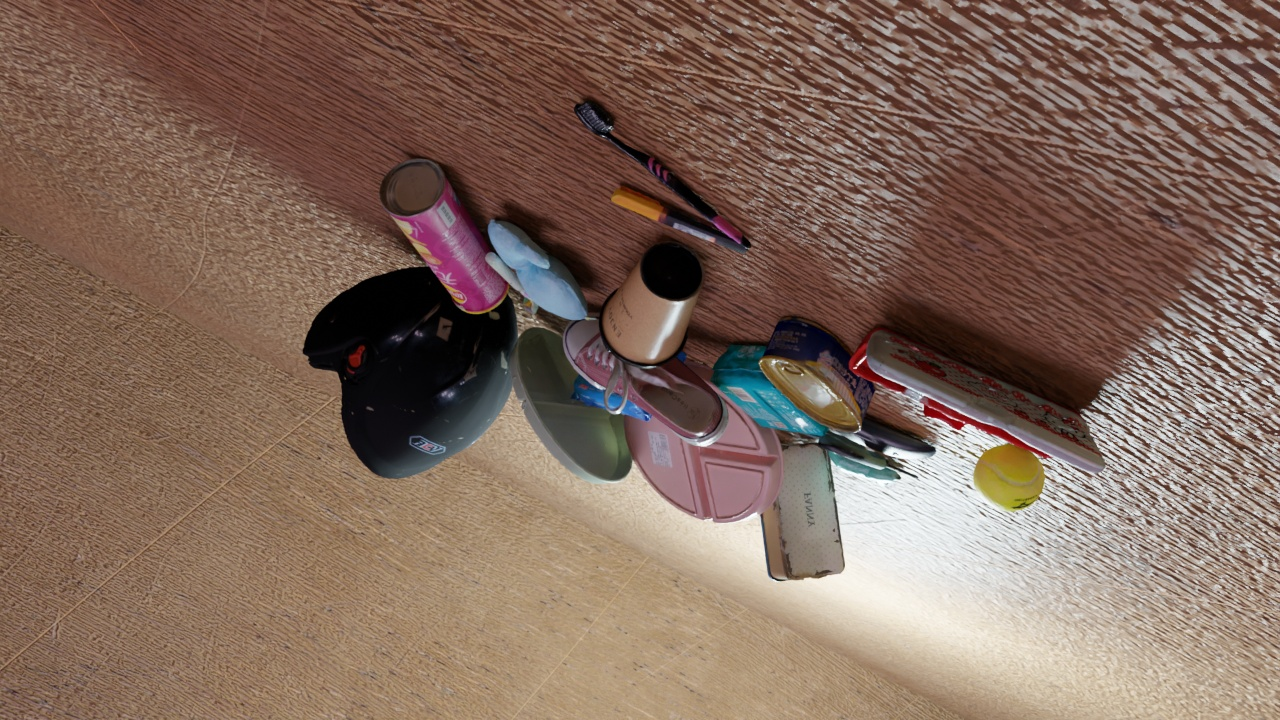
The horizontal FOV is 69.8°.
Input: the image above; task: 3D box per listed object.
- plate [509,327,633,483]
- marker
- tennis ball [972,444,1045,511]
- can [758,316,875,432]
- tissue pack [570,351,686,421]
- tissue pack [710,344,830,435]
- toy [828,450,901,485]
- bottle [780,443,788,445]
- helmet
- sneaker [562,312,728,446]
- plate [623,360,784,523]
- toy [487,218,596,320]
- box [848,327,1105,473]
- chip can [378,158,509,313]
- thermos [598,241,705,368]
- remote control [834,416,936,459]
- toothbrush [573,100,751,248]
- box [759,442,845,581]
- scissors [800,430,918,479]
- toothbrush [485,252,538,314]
[{"bbox_3d":[-0.089,0.059,1.179,0.028,0.229,0.230,-33,131,21],"label":"plate"},{"bbox_3d":[0.034,-0.119,0.779,0.124,0.015,0.018,23,164,1],"label":"marker"},{"bbox_3d":[0.361,0.115,0.899,0.065,0.065,0.065,24,163,8],"label":"tennis ball"},{"bbox_3d":[0.176,0.016,0.903,0.075,0.049,0.148,6,154,47],"label":"can"},{"bbox_3d":[-0.021,0.016,1.112,0.157,0.094,0.052,10,156,47],"label":"tissue pack"},{"bbox_3d":[0.148,0.034,0.994,0.093,0.050,0.133,5,154,46],"label":"tissue pack"},{"bbox_3d":[0.278,0.133,1.132,0.092,0.030,0.096,20,168,25],"label":"toy"},{"bbox_3d":[0.187,0.166,1.302,0.068,0.068,0.197,24,167,7],"label":"bottle"},{"bbox_3d":[-0.272,0.008,1.168,0.231,0.274,0.233,-15,149,26],"label":"helmet"},{"bbox_3d":[-0.006,0.006,1.009,0.241,0.118,0.088,36,173,35],"label":"sneaker"},{"bbox_3d":[0.071,0.108,1.144,0.230,0.028,0.230,20,127,29],"label":"plate"},{"bbox_3d":[-0.105,-0.092,0.985,0.156,0.049,0.161,45,171,-11],"label":"toy"},{"bbox_3d":[0.281,0.031,0.781,0.201,0.063,0.160,25,-178,6],"label":"box"},{"bbox_3d":[-0.207,-0.129,0.995,0.071,0.071,0.211,20,161,19],"label":"chip can"},{"bbox_3d":[0.013,-0.053,0.882,0.093,0.092,0.143,27,156,-1],"label":"thermos"},{"bbox_3d":[0.260,0.084,1.023,0.136,0.024,0.053,23,163,11],"label":"remote control"},{"bbox_3d":[0.024,-0.144,0.724,0.189,0.014,0.018,34,149,-26],"label":"toothbrush"},{"bbox_3d":[0.201,0.197,1.158,0.089,0.184,0.063,-1,171,-16],"label":"box"},{"bbox_3d":[0.250,0.106,1.044,0.176,0.019,0.172,25,-177,0],"label":"scissors"},{"bbox_3d":[-0.147,-0.090,1.058,0.029,0.020,0.189,64,-179,14],"label":"toothbrush"}]
